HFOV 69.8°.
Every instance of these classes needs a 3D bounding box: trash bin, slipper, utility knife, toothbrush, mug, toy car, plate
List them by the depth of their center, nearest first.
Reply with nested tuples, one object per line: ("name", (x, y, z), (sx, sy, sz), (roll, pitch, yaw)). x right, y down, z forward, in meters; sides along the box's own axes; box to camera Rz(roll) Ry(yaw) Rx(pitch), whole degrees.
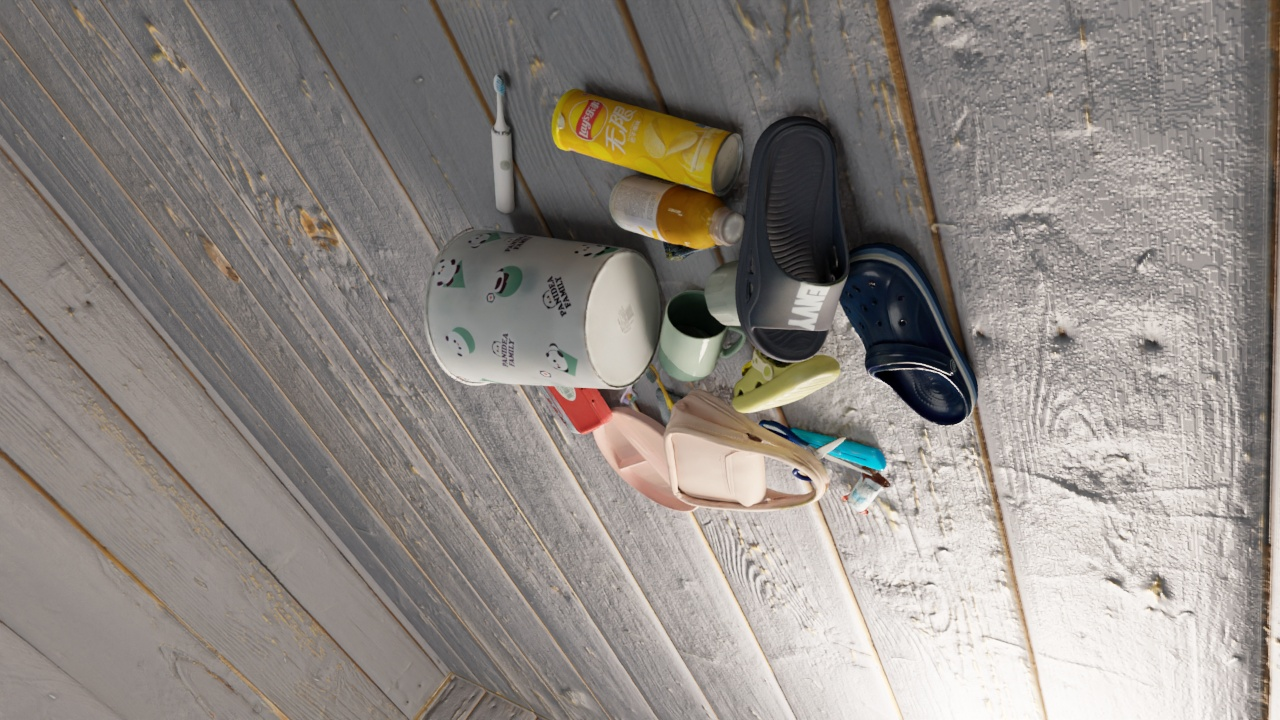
("slipper", (0.159, -0.110, 0.946), (0.110, 0.083, 0.268), (-5, 116, -7))
("slipper", (0.285, -0.014, 1.013), (0.105, 0.095, 0.253), (-9, 127, 46))
("mug", (0.128, -0.100, 1.067), (0.103, 0.083, 0.124), (-1, 104, 67))
("toy car", (0.065, -0.152, 1.107), (0.106, 0.031, 0.049), (-12, 82, 56))
("slipper", (0.182, 0.013, 1.171), (0.191, 0.091, 0.081), (147, 113, -64))
("toothbrush", (-0.182, -0.281, 1.210), (0.026, 0.026, 0.221), (49, 153, 27))
("mug", (0.082, -0.028, 1.216), (0.111, 0.082, 0.107), (4, 143, -4))
("trash bin", (-0.123, -0.064, 1.246), (0.252, 0.228, 0.230), (7, 136, 33))
("utility knife", (0.247, 0.115, 1.271), (0.192, 0.018, 0.034), (14, 140, 36))
("toothbrush", (0.047, 0.077, 1.387), (0.016, 0.018, 0.191), (13, 141, 43))
("toothbrush", (-0.008, 0.008, 1.393), (0.190, 0.029, 0.021), (101, 151, -53))
("plate", (0.015, 0.163, 1.534), (0.229, 0.028, 0.230), (32, 149, 22))

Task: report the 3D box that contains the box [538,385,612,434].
("box", (-0.140, 0.033, 1.506), (0.201, 0.060, 0.161), (56, 146, -7))

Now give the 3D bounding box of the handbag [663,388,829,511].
("handbag", (0.154, 0.149, 1.317), (0.234, 0.093, 0.193), (15, 144, 24))

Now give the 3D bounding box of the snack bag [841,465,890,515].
("snack bag", (0.313, 0.183, 1.280), (0.045, 0.026, 0.105), (39, 148, 18))

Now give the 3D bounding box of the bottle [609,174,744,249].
("bottle", (0.041, -0.168, 1.053), (0.190, 0.067, 0.068), (25, 147, 47))

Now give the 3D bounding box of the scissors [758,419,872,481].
("scissors", (0.238, 0.129, 1.272), (0.176, 0.012, 0.163), (27, 151, 20))

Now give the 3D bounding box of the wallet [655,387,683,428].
("wallet", (0.073, 0.098, 1.424), (0.097, 0.019, 0.121), (22, 145, 28))

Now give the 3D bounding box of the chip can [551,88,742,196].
("chip can", (0.006, -0.246, 1.028), (0.213, 0.071, 0.072), (22, 143, 24))
